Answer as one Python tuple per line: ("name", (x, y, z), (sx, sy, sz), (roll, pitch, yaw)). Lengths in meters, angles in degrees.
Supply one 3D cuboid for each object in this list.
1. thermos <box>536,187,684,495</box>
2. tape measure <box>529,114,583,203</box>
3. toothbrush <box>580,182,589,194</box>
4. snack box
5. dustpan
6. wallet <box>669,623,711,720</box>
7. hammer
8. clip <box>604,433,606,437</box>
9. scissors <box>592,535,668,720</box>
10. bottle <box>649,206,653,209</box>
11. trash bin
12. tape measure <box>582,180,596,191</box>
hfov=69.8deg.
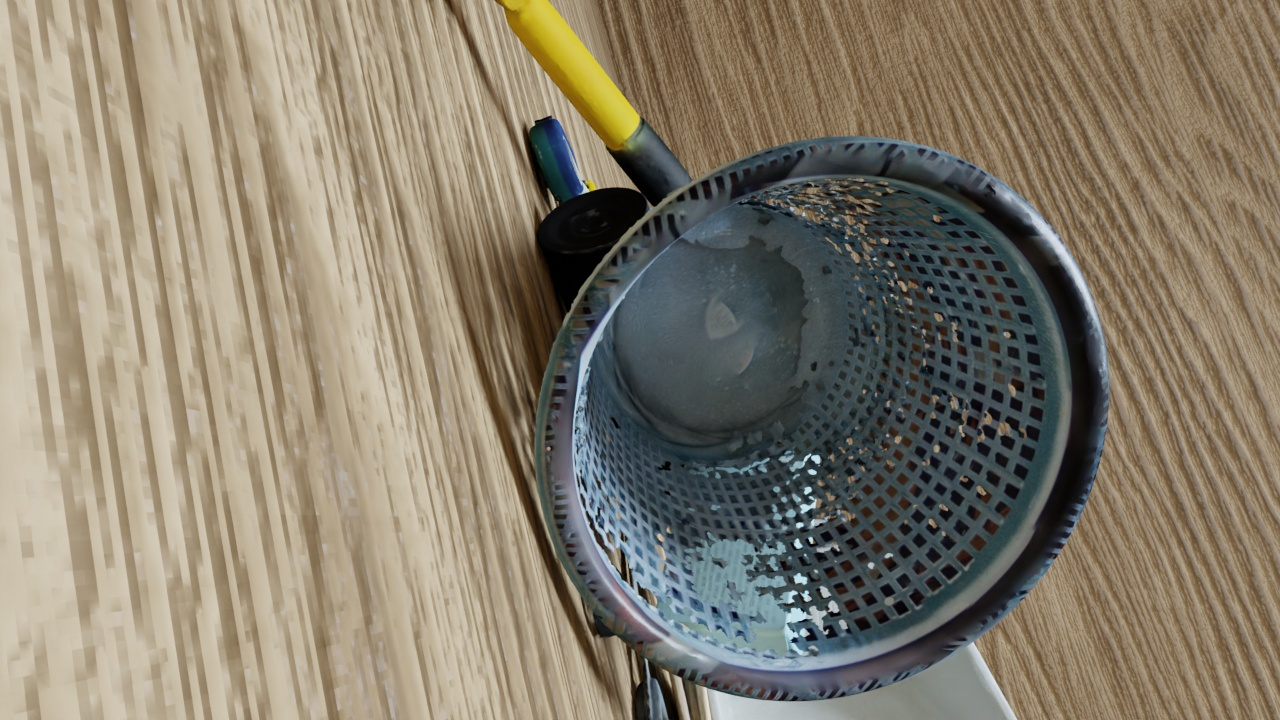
("thermos", (-0.004, 0.004, 0.610), (0.090, 0.068, 0.243), (38, -26, 46))
("tape measure", (-0.058, -0.134, 0.616), (0.054, 0.025, 0.058), (62, 9, -57))
("toothbrush", (-0.012, -0.078, 0.643), (0.189, 0.020, 0.029), (53, -23, 15))
("snack box", (0.064, 0.091, 0.551), (0.052, 0.074, 0.174), (65, 30, -46))
("dustpan", (0.148, 0.231, 0.667), (0.257, 0.222, 0.143), (-125, -151, -73))
("wallet", (0.030, 0.202, 0.488), (0.115, 0.024, 0.087), (82, -5, -53))
("hammer", (-0.009, -0.134, 0.539), (0.300, 0.033, 0.128), (45, 5, -37))
("clip", (-0.023, 0.024, 0.544), (0.027, 0.043, 0.058), (44, 26, -76))
("scissors", (-0.003, 0.134, 0.458), (0.180, 0.014, 0.159), (-104, 177, -46))
("bottle", (0.018, -0.042, 0.904), (0.065, 0.065, 0.218), (53, 22, -75))
("trash bin", (0.060, 0.009, 0.437), (0.195, 0.226, 0.227), (-121, -168, -73))
("tape measure", (-0.038, -0.101, 0.693), (0.060, 0.029, 0.057), (51, 22, -77))
